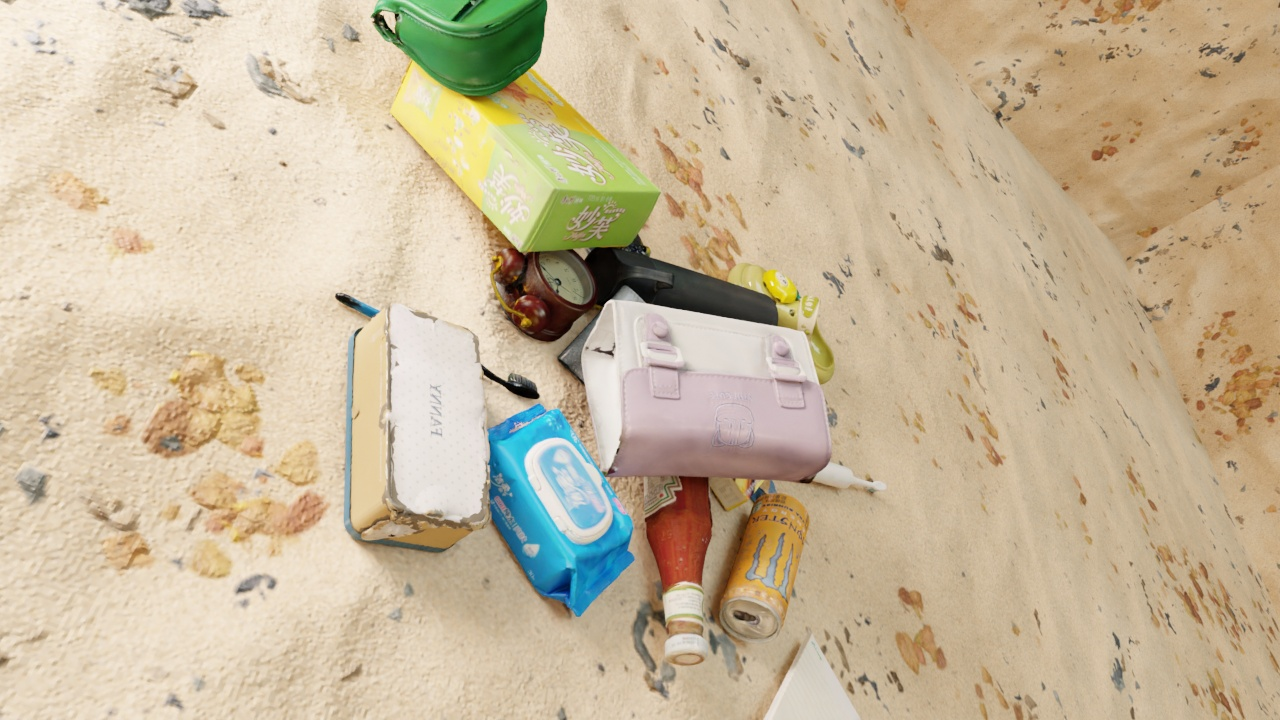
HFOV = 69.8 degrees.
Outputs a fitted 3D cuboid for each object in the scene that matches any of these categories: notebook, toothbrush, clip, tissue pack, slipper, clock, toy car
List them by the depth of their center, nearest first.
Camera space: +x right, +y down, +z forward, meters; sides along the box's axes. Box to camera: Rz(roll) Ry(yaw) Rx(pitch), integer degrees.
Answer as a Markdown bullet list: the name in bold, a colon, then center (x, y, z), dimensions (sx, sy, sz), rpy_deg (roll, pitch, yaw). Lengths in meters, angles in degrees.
- **tissue pack**: center (-0.064, 0.111, 0.709), dimensions (0.157, 0.052, 0.094), rpy_deg (58, 35, 4)
- **toothbrush**: center (-0.157, -0.011, 0.735), dimensions (0.189, 0.014, 0.016), rpy_deg (29, 41, -30)
- **notebook**: center (0.154, 0.351, 0.782), dimensions (0.150, 0.012, 0.208), rpy_deg (58, 29, -1)
- **clock**: center (-0.090, -0.062, 0.817), dimensions (0.121, 0.055, 0.082), rpy_deg (-10, 70, -54)
- **clip**: center (0.139, 0.150, 0.943), dimensions (0.058, 0.045, 0.027), rpy_deg (53, 31, -18)
- **toy car**: center (-0.027, -0.139, 0.974), dimensions (0.049, 0.031, 0.106), rpy_deg (10, 47, -45)
- **toothbrush**: center (0.214, 0.128, 1.041), dimensions (0.220, 0.026, 0.026), rpy_deg (19, 60, -40)
- **slipper**: center (0.186, -0.054, 1.113), dimensions (0.190, 0.082, 0.091), rpy_deg (45, 34, -18)

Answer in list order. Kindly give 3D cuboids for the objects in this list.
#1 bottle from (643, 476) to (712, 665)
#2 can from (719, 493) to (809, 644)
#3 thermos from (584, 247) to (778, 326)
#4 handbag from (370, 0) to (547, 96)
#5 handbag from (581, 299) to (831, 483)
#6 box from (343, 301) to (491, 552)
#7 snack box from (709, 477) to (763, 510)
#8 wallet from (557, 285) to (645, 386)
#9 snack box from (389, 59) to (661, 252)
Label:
- **bottle**: center (0.034, 0.154, 0.784), dimensions (0.059, 0.060, 0.205), rpy_deg (28, 44, -33)
- **can**: center (0.117, 0.189, 0.851), dimensions (0.058, 0.058, 0.145), rpy_deg (46, 36, -12)
- **thermos**: center (0.053, -0.061, 0.957), dimensions (0.242, 0.090, 0.068), rpy_deg (12, 86, -44)
- **handbag**: center (-0.150, -0.295, 0.798), dimensions (0.120, 0.068, 0.131), rpy_deg (27, 50, 15)
- **handbag**: center (0.058, 0.031, 0.792), dimensions (0.196, 0.099, 0.144), rpy_deg (7, 53, -22)
- **box**: center (-0.159, 0.041, 0.654), dimensions (0.089, 0.060, 0.184), rpy_deg (22, 44, -38)
- **snack box**: center (0.074, 0.071, 0.921), dimensions (0.140, 0.034, 0.086), rpy_deg (54, 35, 1)
- **wallet**: center (-0.005, 0.005, 0.855), dimensions (0.121, 0.019, 0.097), rpy_deg (45, 73, -14)
- **snack box**: center (-0.104, -0.193, 0.848), dimensions (0.210, 0.070, 0.157), rpy_deg (47, 31, 21)
